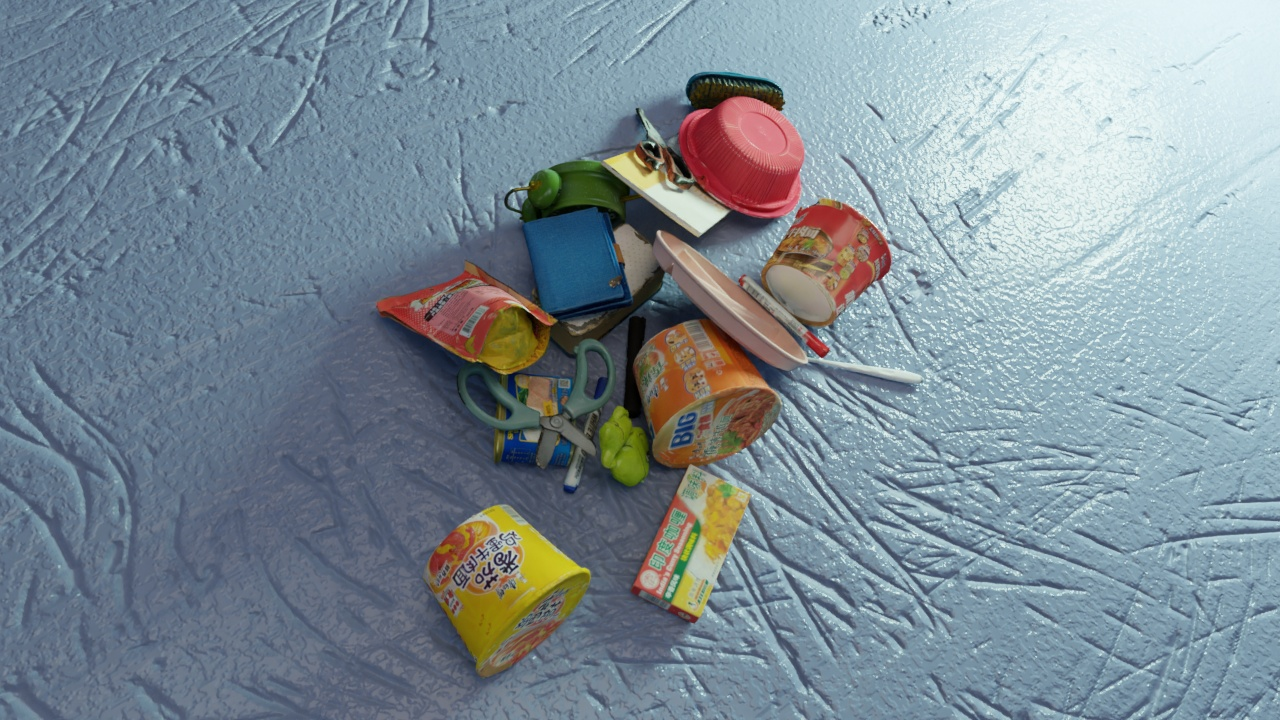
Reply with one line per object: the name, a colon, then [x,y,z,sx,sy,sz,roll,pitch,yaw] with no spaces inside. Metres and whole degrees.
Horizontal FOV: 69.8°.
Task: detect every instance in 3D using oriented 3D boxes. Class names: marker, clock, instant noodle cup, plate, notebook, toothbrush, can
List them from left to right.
instant noodle cup: [-0.134,0.214,0.883,0.137,0.138,0.110,-36,66,-27]
can: [-0.116,0.064,1.010,0.083,0.057,0.102,6,60,-11]
clock: [-0.087,-0.195,1.128,0.161,0.116,0.056,2,71,-14]
marker: [-0.060,0.083,1.034,0.017,0.017,0.145,18,59,-2]
marker: [-0.006,0.006,1.085,0.022,0.020,0.131,-13,56,25]
notebook: [0.042,-0.219,1.154,0.146,0.010,0.205,38,26,4]
instant noodle cup: [0.066,0.033,1.019,0.151,0.152,0.111,-12,56,-18]
plate: [0.100,-0.067,1.062,0.229,0.229,0.028,44,103,14]
instant noodle cup: [0.149,-0.285,1.229,0.193,0.066,0.193,15,52,-20]
marker: [0.178,-0.056,1.144,0.017,0.017,0.145,-37,71,-27]
instant noodle cup: [0.226,-0.114,1.142,0.138,0.138,0.108,37,69,10]
toothbrush: [0.269,0.007,1.145,0.180,0.016,0.016,11,62,-6]

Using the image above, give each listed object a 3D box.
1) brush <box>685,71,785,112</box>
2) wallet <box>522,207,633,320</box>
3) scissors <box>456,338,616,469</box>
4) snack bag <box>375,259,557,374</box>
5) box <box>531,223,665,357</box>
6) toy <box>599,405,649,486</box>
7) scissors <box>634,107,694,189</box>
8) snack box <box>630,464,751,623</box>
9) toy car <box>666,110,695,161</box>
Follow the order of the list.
brush: [0.134,-0.386,1.316,0.143,0.055,0.073,3,44,-10]
wallet: [-0.072,-0.111,1.056,0.106,0.040,0.133,-13,63,-7]
scissors: [-0.107,0.029,0.988,0.170,0.019,0.174,26,58,-2]
snack bag: [-0.191,-0.053,1.012,0.128,0.073,0.208,-31,37,-28]
box: [-0.045,-0.090,1.108,0.183,0.064,0.090,-38,75,-29]
toy: [-0.017,0.097,0.995,0.031,0.100,0.096,-1,30,26]
scissors: [0.010,-0.290,1.203,0.209,0.015,0.181,46,28,21]
snack box: [0.056,0.195,0.989,0.077,0.027,0.155,26,59,4]
toy car: [0.075,-0.311,1.274,0.049,0.031,0.105,33,58,5]
